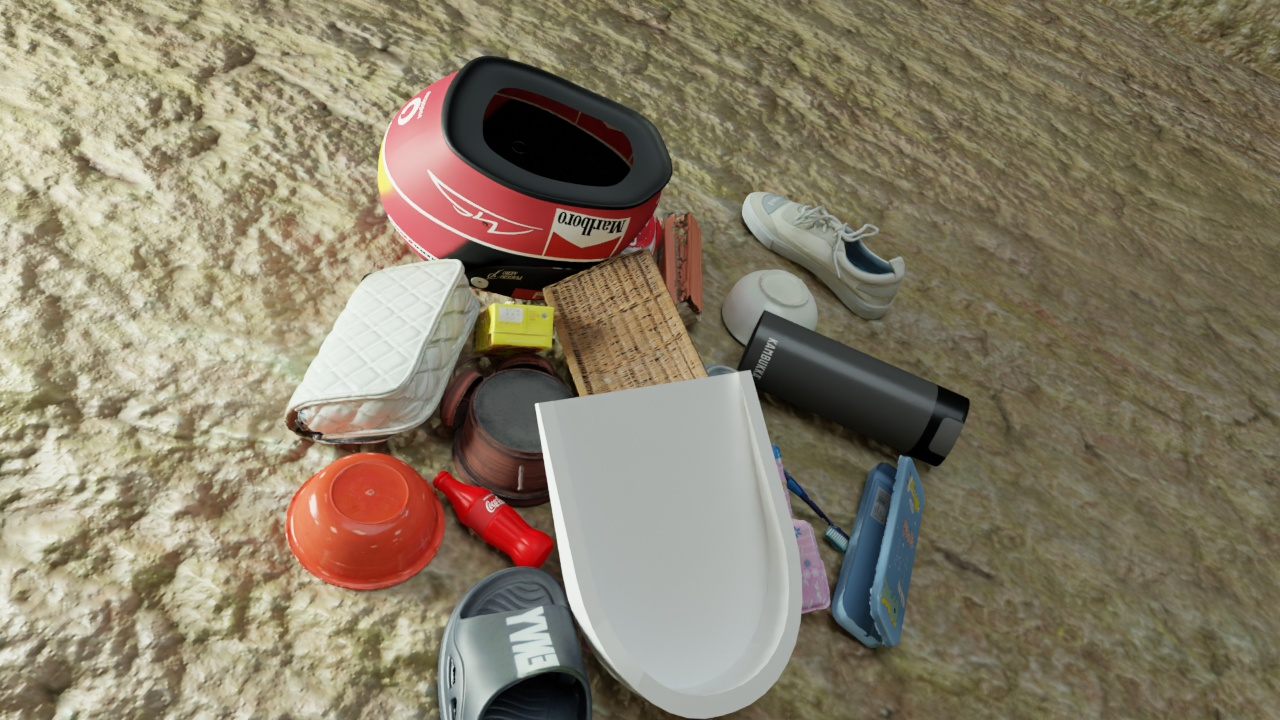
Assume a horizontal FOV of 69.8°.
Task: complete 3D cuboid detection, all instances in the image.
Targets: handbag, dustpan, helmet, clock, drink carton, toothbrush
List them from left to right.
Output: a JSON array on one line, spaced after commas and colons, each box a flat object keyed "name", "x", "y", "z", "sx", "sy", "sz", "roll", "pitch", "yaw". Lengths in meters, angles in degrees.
[{"name": "handbag", "x": -0.233, "y": -0.009, "z": 0.853, "sx": 0.139, "sy": 0.072, "sz": 0.194, "roll": -6, "pitch": 41, "yaw": 19}, {"name": "drink carton", "x": -0.125, "y": -0.029, "z": 0.888, "sx": 0.058, "sy": 0.135, "sz": 0.043, "roll": 3, "pitch": 86, "yaw": -17}, {"name": "helmet", "x": -0.131, "y": -0.170, "z": 0.941, "sx": 0.271, "sy": 0.225, "sz": 0.197, "roll": 18, "pitch": 58, "yaw": -13}, {"name": "clock", "x": -0.118, "y": 0.056, "z": 0.848, "sx": 0.120, "sy": 0.072, "sz": 0.157, "roll": -20, "pitch": 58, "yaw": -35}, {"name": "dustpan", "x": 0.035, "y": 0.145, "z": 0.730, "sx": 0.191, "sy": 0.053, "sz": 0.257, "roll": -8, "pitch": 86, "yaw": -22}, {"name": "toothbrush", "x": 0.139, "y": 0.117, "z": 0.897, "sx": 0.189, "sy": 0.016, "sz": 0.017, "roll": 47, "pitch": 58, "yaw": 5}]

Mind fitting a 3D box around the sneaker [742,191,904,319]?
[{"name": "sneaker", "x": 0.238, "y": -0.161, "z": 1.180, "sx": 0.089, "sy": 0.091, "sz": 0.242, "roll": -28, "pitch": 61, "yaw": -37}]

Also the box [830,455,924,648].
[{"name": "box", "x": 0.243, "y": 0.175, "z": 0.873, "sx": 0.068, "sy": 0.059, "sz": 0.209, "roll": 39, "pitch": 44, "yaw": -7}]

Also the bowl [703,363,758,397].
[{"name": "bowl", "x": 0.081, "y": 0.041, "z": 0.951, "sx": 0.110, "sy": 0.055, "sz": 0.110, "roll": 10, "pitch": 45, "yaw": -10}]

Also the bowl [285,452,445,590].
[{"name": "bowl", "x": -0.226, "y": 0.123, "z": 0.763, "sx": 0.130, "sy": 0.045, "sz": 0.130, "roll": 11, "pitch": 44, "yaw": -11}]

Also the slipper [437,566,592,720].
[{"name": "slipper", "x": -0.088, "y": 0.259, "z": 0.657, "sx": 0.110, "sy": 0.084, "sz": 0.267, "roll": 4, "pitch": 48, "yaw": -15}]

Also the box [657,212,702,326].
[{"name": "box", "x": 0.037, "y": -0.112, "z": 1.091, "sx": 0.064, "sy": 0.056, "sz": 0.187, "roll": -14, "pitch": 41, "yaw": 16}]

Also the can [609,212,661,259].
[{"name": "can", "x": -0.014, "y": -0.136, "z": 1.080, "sx": 0.064, "sy": 0.064, "sz": 0.104, "roll": 21, "pitch": 44, "yaw": 0}]

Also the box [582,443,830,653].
[{"name": "box", "x": 0.048, "y": 0.155, "z": 0.801, "sx": 0.230, "sy": 0.035, "sz": 0.159, "roll": -4, "pitch": 72, "yaw": -24}]

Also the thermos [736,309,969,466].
[{"name": "thermos", "x": 0.228, "y": 0.030, "z": 0.995, "sx": 0.240, "sy": 0.082, "sz": 0.082, "roll": 24, "pitch": 44, "yaw": 3}]

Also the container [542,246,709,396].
[{"name": "container", "x": -0.005, "y": 0.005, "z": 0.886, "sx": 0.114, "sy": 0.113, "sz": 0.198, "roll": -22, "pitch": 54, "yaw": -1}]

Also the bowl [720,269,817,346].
[{"name": "bowl", "x": 0.158, "y": -0.065, "z": 1.076, "sx": 0.113, "sy": 0.063, "sz": 0.113, "roll": 11, "pitch": 45, "yaw": -11}]

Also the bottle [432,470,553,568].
[{"name": "bottle", "x": -0.130, "y": 0.135, "z": 0.792, "sx": 0.119, "sy": 0.036, "sz": 0.036, "roll": 34, "pitch": 45, "yaw": 14}]
